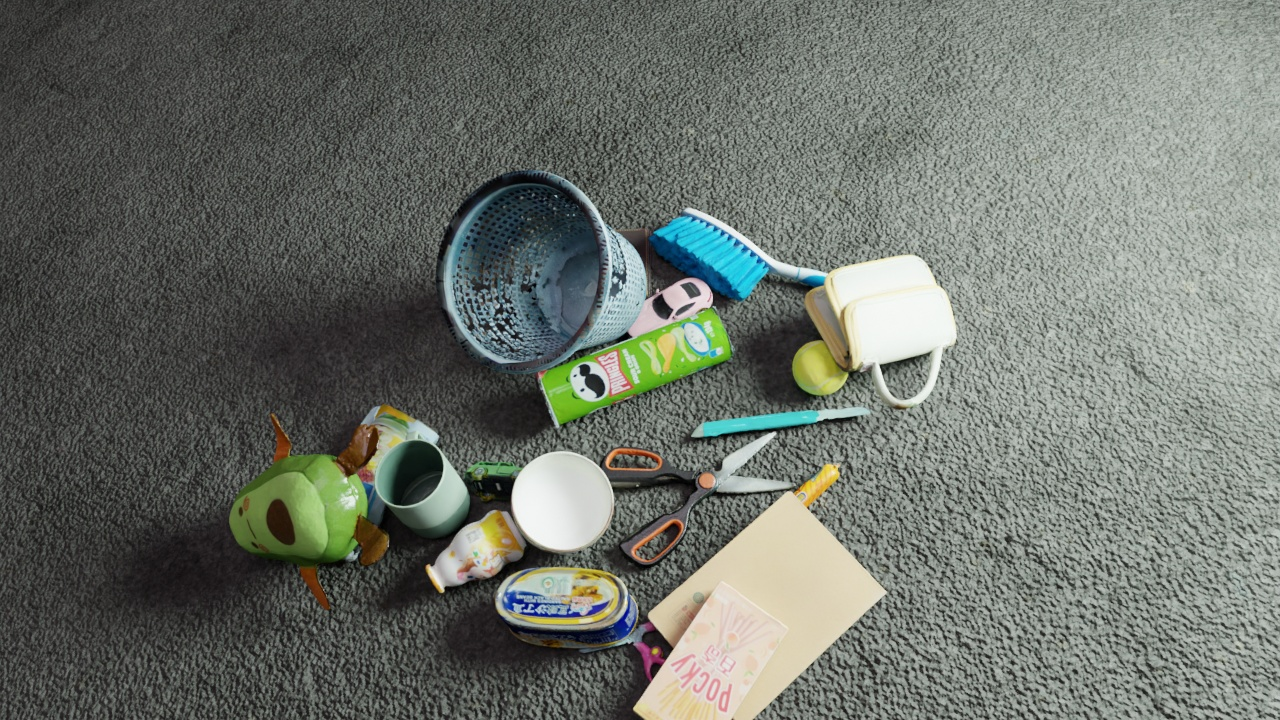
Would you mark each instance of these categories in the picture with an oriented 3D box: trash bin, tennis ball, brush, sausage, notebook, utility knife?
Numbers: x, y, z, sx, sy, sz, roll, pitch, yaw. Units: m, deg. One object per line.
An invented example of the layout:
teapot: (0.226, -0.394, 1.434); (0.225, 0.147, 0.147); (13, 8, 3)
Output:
trash bin: (-0.095, -0.096, 1.099); (0.227, 0.194, 0.226); (-1, 88, 25)
tennis ball: (0.212, 0.009, 1.081); (0.065, 0.065, 0.065); (-5, 58, 7)
brush: (0.161, -0.113, 1.177); (0.314, 0.061, 0.109); (35, 66, 24)
sausage: (0.162, 0.168, 1.016); (0.165, 0.021, 0.021); (-39, 60, -15)
notebook: (0.132, 0.255, 0.960); (0.207, 0.008, 0.148); (-38, 70, -14)
utility knife: (0.164, 0.072, 1.078); (0.209, 0.013, 0.029); (-8, 30, 7)

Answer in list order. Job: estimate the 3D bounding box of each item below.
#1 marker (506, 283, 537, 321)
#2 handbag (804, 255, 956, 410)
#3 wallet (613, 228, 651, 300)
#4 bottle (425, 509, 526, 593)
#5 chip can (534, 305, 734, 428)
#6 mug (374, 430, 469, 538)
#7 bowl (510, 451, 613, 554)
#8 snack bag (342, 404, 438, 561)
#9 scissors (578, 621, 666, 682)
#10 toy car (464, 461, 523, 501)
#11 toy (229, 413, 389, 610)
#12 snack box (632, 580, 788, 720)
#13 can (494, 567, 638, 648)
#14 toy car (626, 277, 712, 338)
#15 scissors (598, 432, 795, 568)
marker: (-0.131, -0.101, 1.237); (0.022, 0.020, 0.131); (39, 71, 10)
handbag: (0.296, -0.032, 1.064); (0.163, 0.063, 0.178); (-12, 67, -26)
wallet: (-0.033, -0.128, 1.238); (0.096, 0.020, 0.122); (-2, 57, 3)
bottle: (-0.184, 0.215, 1.022); (0.108, 0.063, 0.063); (-31, 58, -10)
chip can: (-0.007, 0.007, 1.117); (0.236, 0.072, 0.072); (-21, 57, -4)
mug: (-0.249, 0.139, 1.055); (0.082, 0.106, 0.111); (-16, 57, 1)
bowl: (-0.091, 0.165, 1.029); (0.113, 0.062, 0.113); (5, 65, -11)
snack bag: (-0.335, 0.147, 1.109); (0.110, 0.039, 0.190); (26, 70, 18)
scissors: (0.002, 0.287, 0.974); (0.133, 0.017, 0.128); (34, 71, 29)
toy car: (-0.161, 0.141, 1.075); (0.091, 0.043, 0.036); (4, 36, 21)
toy: (-0.372, 0.166, 1.021); (0.247, 0.089, 0.227); (-18, 83, 33)
snack box: (0.071, 0.310, 0.919); (0.084, 0.026, 0.157); (33, 71, 15)
can: (-0.079, 0.261, 0.975); (0.148, 0.049, 0.074); (-1, 53, 14)
toy car: (0.035, -0.066, 1.176); (0.122, 0.037, 0.056); (-30, 57, -8)
scissors: (0.056, 0.152, 1.049); (0.221, 0.022, 0.221); (18, 65, 14)
